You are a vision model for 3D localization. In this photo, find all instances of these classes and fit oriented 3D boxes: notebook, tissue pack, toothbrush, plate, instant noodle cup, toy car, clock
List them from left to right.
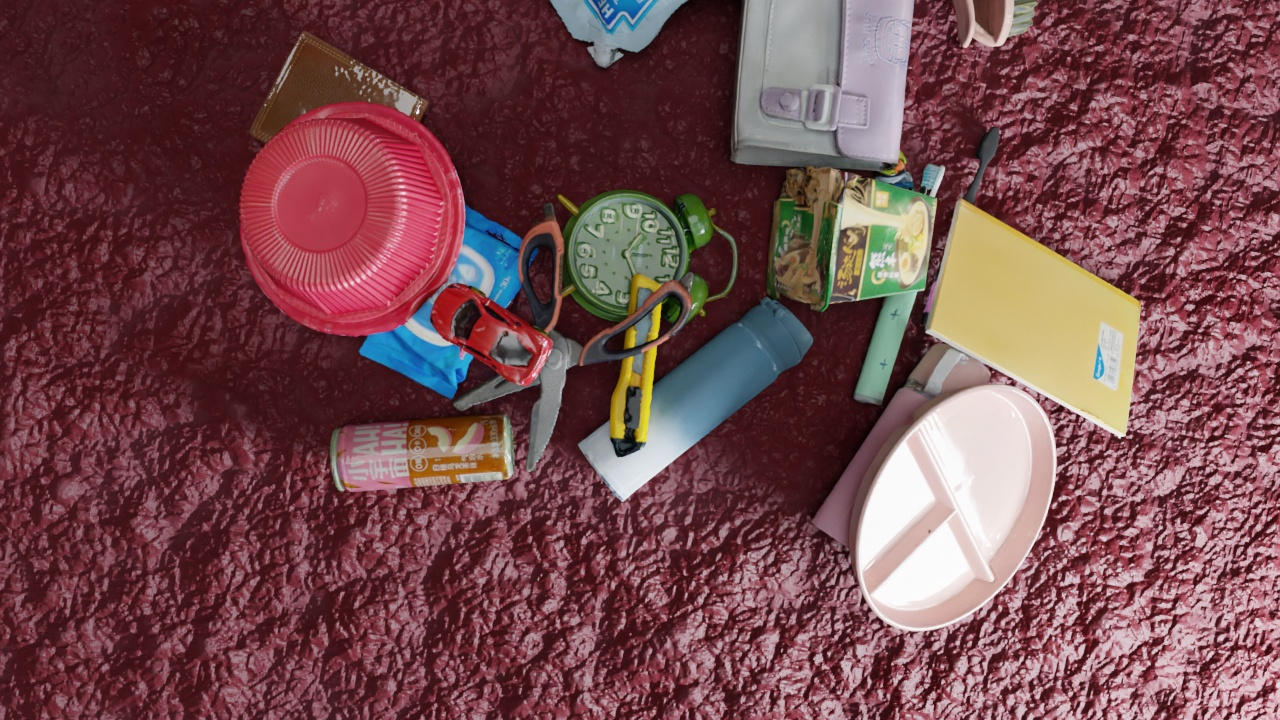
[{"bbox_3d":[-0.239,-0.117,0.726,0.194,0.066,0.194,0,89,5],"label":"instant noodle cup"},{"bbox_3d":[-0.164,-0.052,0.781,0.095,0.052,0.157,31,90,-5],"label":"tissue pack"},{"bbox_3d":[-0.123,-0.022,0.735,0.106,0.031,0.049,33,96,12],"label":"toy car"},{"bbox_3d":[0.004,-0.089,0.790,0.161,0.056,0.116,4,93,-5],"label":"clock"},{"bbox_3d":[0.236,-0.068,0.824,0.027,0.026,0.224,18,91,15],"label":"toothbrush"},{"bbox_3d":[0.269,0.126,0.791,0.229,0.028,0.230,-9,111,-25],"label":"plate"},{"bbox_3d":[0.289,-0.121,0.835,0.014,0.018,0.189,18,94,-4],"label":"toothbrush"},{"bbox_3d":[0.350,-0.039,0.805,0.206,0.010,0.145,26,64,-10],"label":"notebook"}]

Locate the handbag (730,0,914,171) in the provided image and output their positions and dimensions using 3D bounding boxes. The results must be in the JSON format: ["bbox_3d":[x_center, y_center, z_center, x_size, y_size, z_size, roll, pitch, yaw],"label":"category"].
[{"bbox_3d":[0.154,-0.264,0.770,0.145,0.098,0.197,4,93,-1],"label":"handbag"}]

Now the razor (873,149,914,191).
[{"bbox_3d":[0.218,-0.216,0.819,0.042,0.022,0.142,-9,93,-5],"label":"razor"}]

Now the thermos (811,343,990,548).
[{"bbox_3d":[0.229,0.077,0.802,0.067,0.087,0.198,35,91,26],"label":"thermos"}]

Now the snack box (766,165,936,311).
[{"bbox_3d":[0.182,-0.101,0.778,0.105,0.118,0.117,2,101,-16],"label":"snack box"}]

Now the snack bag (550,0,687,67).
[{"bbox_3d":[0.010,-0.331,0.755,0.191,0.038,0.110,-27,106,26],"label":"snack bag"}]

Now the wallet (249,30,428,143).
[{"bbox_3d":[-0.255,-0.205,0.779,0.124,0.032,0.101,28,93,-5],"label":"wallet"}]

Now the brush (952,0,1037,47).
[{"bbox_3d":[0.298,-0.347,0.800,0.073,0.063,0.145,-10,95,-8],"label":"brush"}]

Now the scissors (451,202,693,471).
[{"bbox_3d":[-0.056,-0.016,0.747,0.189,0.015,0.222,7,90,8],"label":"scissors"}]

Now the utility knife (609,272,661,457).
[{"bbox_3d":[-0.004,0.004,0.754,0.033,0.015,0.154,6,89,-2],"label":"utility knife"}]

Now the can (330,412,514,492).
[{"bbox_3d":[-0.183,0.078,0.782,0.147,0.058,0.058,-4,93,-5],"label":"can"}]

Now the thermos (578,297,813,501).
[{"bbox_3d":[0.051,0.032,0.796,0.220,0.070,0.070,-37,95,-2],"label":"thermos"}]
